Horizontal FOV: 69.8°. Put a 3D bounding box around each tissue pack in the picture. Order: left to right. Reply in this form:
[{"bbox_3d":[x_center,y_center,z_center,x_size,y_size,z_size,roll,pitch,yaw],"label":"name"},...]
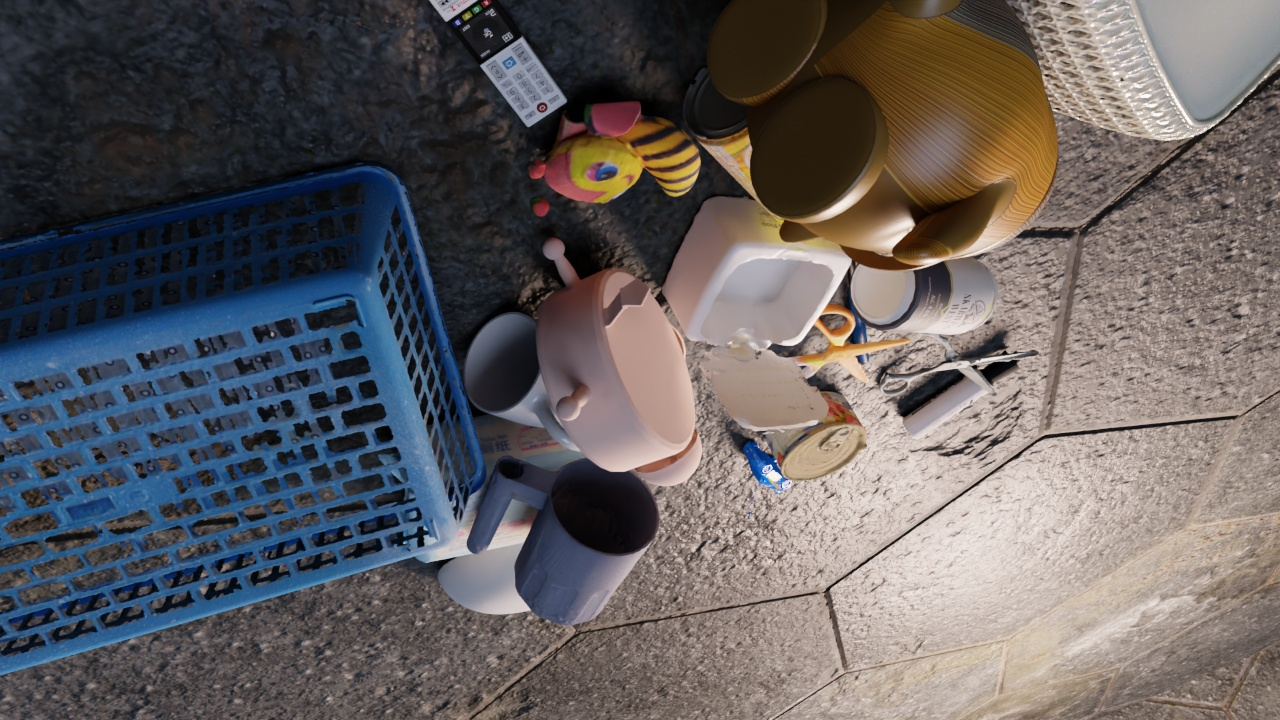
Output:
[{"bbox_3d":[-0.110,0.094,0.727,0.181,0.070,0.112,-8,139,-13],"label":"tissue pack"}]

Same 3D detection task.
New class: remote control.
[{"bbox_3d":[-0.081,-0.173,0.479,0.028,0.011,0.124,-30,140,10],"label":"remote control"}]

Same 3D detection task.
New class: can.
[{"bbox_3d":[0.081,-0.134,0.556,0.068,0.067,0.105,-38,138,18],"label":"can"},{"bbox_3d":[0.162,0.071,0.846,0.086,0.043,0.086,-13,140,-12],"label":"can"},{"bbox_3d":[0.223,-0.053,0.708,0.127,0.064,0.064,1,136,-38],"label":"can"}]

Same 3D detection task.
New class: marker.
[{"bbox_3d":[0.312,0.032,0.887,0.126,0.025,0.025,-39,138,19],"label":"marker"}]

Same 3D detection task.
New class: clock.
[{"bbox_3d":[-0.004,0.004,0.614,0.086,0.131,0.160,-17,149,16],"label":"clock"}]

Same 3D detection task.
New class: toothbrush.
[{"bbox_3d":[0.173,-0.048,0.741,0.014,0.014,0.168,-23,142,1],"label":"toothbrush"}]

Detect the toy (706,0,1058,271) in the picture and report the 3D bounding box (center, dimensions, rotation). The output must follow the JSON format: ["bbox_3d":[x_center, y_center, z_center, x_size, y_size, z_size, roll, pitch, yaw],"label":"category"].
[{"bbox_3d":[0.138,-0.114,0.481,0.163,0.198,0.203,-33,151,32],"label":"toy"}]

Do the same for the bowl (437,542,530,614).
[{"bbox_3d":[-0.108,0.203,0.843,0.149,0.043,0.150,-12,154,-6],"label":"bowl"}]

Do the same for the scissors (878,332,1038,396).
[{"bbox_3d":[0.277,-0.007,0.820,0.142,0.014,0.173,-21,135,18],"label":"scissors"}]

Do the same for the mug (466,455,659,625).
[{"bbox_3d":[-0.062,0.129,0.678,0.124,0.083,0.104,21,131,-7],"label":"mug"}]

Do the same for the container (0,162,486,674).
[{"bbox_3d":[-0.284,0.053,0.532,0.362,0.089,0.257,-15,126,-9],"label":"container"}]

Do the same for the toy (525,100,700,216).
[{"bbox_3d":[-0.017,-0.118,0.544,0.103,0.046,0.084,-6,146,-5],"label":"toy"}]

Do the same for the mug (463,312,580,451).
[{"bbox_3d":[-0.060,0.025,0.642,0.071,0.107,0.089,-45,145,13],"label":"mug"}]

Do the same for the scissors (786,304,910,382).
[{"bbox_3d":[0.160,-0.005,0.771,0.128,0.011,0.125,-27,139,23],"label":"scissors"}]

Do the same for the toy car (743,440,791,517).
[{"bbox_3d":[0.108,0.119,0.880,0.062,0.033,0.092,-41,138,11],"label":"toy car"}]

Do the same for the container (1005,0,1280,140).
[{"bbox_3d":[0.248,-0.227,0.469,0.246,0.143,0.185,27,107,-43],"label":"container"}]

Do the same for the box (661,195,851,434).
[{"bbox_3d":[0.088,-0.022,0.634,0.108,0.136,0.126,4,133,-26],"label":"box"}]
